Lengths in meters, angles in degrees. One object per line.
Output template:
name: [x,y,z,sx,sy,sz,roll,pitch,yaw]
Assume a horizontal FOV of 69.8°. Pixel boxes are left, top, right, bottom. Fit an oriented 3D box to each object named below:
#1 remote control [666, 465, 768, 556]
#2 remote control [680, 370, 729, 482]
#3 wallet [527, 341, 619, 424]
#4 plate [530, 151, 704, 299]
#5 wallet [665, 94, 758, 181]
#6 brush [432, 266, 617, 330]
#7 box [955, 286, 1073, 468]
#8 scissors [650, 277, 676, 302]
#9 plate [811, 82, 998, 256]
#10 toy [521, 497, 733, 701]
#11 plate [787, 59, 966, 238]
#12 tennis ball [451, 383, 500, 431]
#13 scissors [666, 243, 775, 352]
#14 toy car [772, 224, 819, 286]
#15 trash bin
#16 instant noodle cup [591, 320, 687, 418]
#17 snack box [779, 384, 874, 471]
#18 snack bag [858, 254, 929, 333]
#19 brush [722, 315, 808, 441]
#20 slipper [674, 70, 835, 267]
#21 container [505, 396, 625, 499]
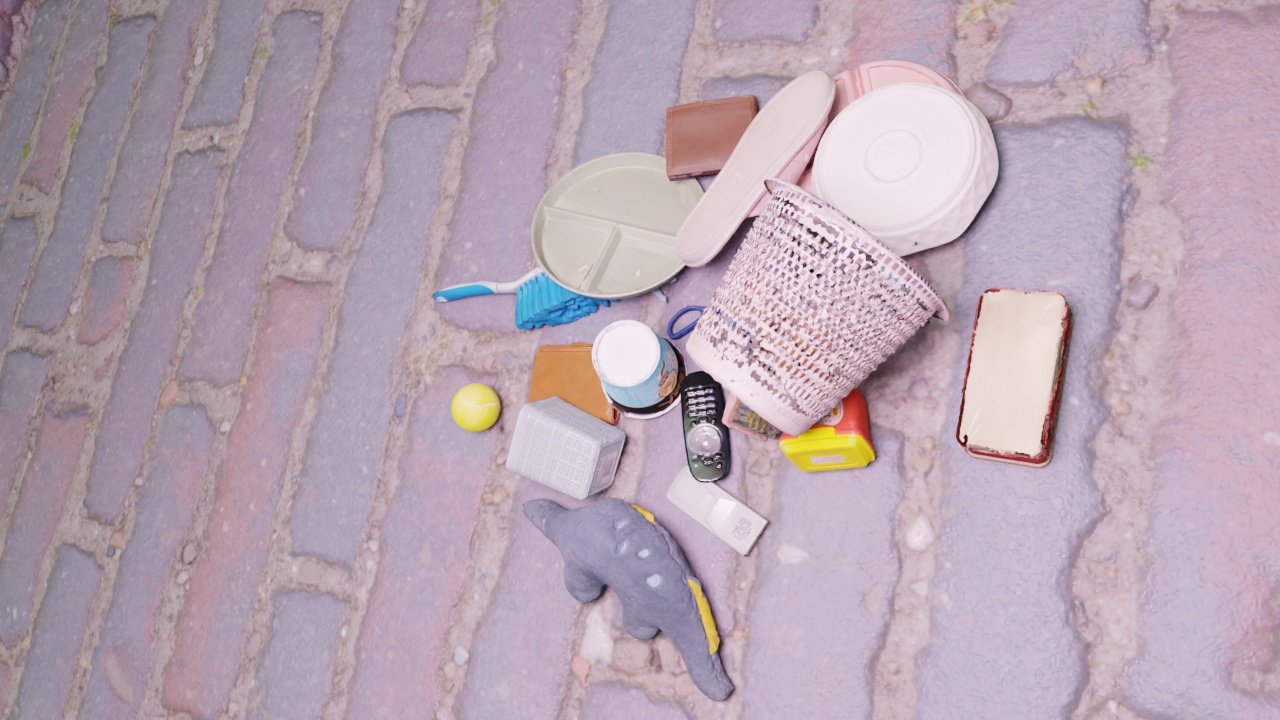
remote control: [0.086,0.171,1.056,0.125,0.024,0.049,32,93,32]
remote control: [0.077,0.079,1.084,0.053,0.024,0.136,-8,70,8]
wallet: [-0.084,0.028,1.189,0.132,0.031,0.107,-1,77,28]
plate: [-0.027,-0.172,1.176,0.230,0.027,0.229,-5,61,8]
wallet: [0.092,-0.281,1.170,0.125,0.032,0.101,-5,73,15]
brush: [-0.167,-0.089,1.259,0.315,0.060,0.109,-18,66,29]
box: [0.372,0.015,0.910,0.091,0.076,0.168,8,80,31]
scissors: [-0.002,-0.124,1.189,0.137,0.017,0.093,16,94,38]
plate: [0.283,-0.216,1.013,0.205,0.045,0.204,-8,73,27]
toy: [-0.018,0.237,1.066,0.356,0.091,0.138,33,121,33]
plate: [0.270,-0.250,1.073,0.230,0.028,0.229,-8,72,27]
tennis ball: [-0.222,0.063,1.235,0.066,0.065,0.065,-9,72,27]
scissors: [0.108,-0.059,1.118,0.176,0.012,0.162,-23,65,20]
toy car: [0.184,-0.122,1.077,0.034,0.042,0.090,-49,51,40]
trash bin: [0.159,-0.041,0.923,0.227,0.227,0.192,41,96,31]
instant noodle cup: [-0.006,0.006,1.083,0.111,0.120,0.111,-2,77,10]
snack box: [0.202,0.072,0.992,0.091,0.082,0.080,-9,58,26]
snack bag: [0.278,-0.077,1.018,0.048,0.026,0.104,-26,64,13]
brush: [0.143,0.015,1.051,0.073,0.063,0.145,12,79,62]
slipper: [0.142,-0.220,1.086,0.274,0.054,0.114,-53,33,5]
container: [-0.089,0.109,1.120,0.111,0.089,0.090,22,105,23]
